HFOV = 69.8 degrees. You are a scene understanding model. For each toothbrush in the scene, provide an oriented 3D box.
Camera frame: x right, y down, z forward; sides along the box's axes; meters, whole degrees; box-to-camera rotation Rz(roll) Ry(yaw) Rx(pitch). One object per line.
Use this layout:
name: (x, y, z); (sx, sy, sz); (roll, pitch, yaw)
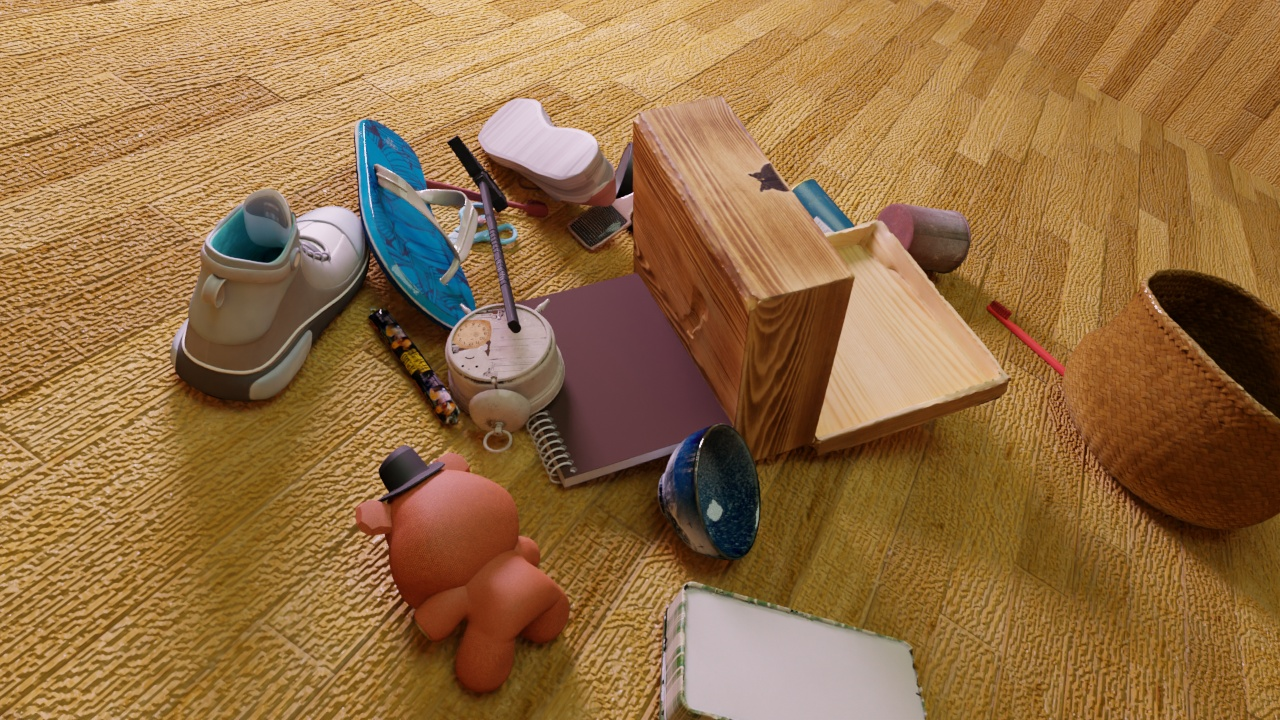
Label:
toothbrush: (0.557, -0.010, 1.253); (0.012, 0.018, 0.212); (-15, 54, -40)
toothbrush: (-0.196, -0.189, 1.035); (0.189, 0.016, 0.016); (9, 37, -20)

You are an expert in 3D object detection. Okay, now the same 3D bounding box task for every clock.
clock: (-0.120, 0.011, 0.790); (0.103, 0.061, 0.156); (-3, 50, 0)

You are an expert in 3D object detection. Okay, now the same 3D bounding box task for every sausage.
sausage: (-0.200, 0.002, 0.811); (0.020, 0.020, 0.155); (-16, 55, -41)

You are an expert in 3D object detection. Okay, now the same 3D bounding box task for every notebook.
notebook: (-0.038, 0.010, 0.856); (0.171, 0.022, 0.209); (-16, 52, -19)

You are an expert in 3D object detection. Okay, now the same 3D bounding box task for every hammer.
hammer: (-0.144, -0.122, 0.881); (0.095, 0.015, 0.324); (54, 8, -36)

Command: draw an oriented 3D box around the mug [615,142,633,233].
mug: (0.013, -0.202, 1.129); (0.088, 0.078, 0.113); (16, 66, -13)

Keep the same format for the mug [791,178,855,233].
mug: (0.244, -0.174, 1.222); (0.078, 0.078, 0.121); (-21, 62, -43)

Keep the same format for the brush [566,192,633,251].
brush: (-0.021, -0.181, 1.070); (0.135, 0.015, 0.050); (-37, 67, -15)

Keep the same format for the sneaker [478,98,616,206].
sneaker: (-0.107, -0.237, 1.094); (0.099, 0.089, 0.236); (-43, 45, -7)

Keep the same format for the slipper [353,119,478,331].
slipper: (-0.220, -0.152, 0.904); (0.118, 0.060, 0.294); (22, 34, -46)

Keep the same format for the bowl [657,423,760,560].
bowl: (0.051, 0.113, 0.782); (0.114, 0.061, 0.114); (24, 61, -54)

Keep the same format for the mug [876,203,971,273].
mug: (0.385, -0.179, 1.298); (0.110, 0.096, 0.123); (8, 22, -28)

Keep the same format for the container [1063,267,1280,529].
container: (0.676, 0.051, 1.102); (0.306, 0.197, 0.306); (16, 41, -14)

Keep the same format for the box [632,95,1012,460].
box: (0.188, -0.085, 0.930); (0.336, 0.287, 0.279); (-15, 51, -15)

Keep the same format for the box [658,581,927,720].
box: (0.116, 0.246, 0.690); (0.205, 0.051, 0.117); (17, 36, -12)

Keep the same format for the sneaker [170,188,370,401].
sneaker: (-0.289, -0.094, 0.759); (0.093, 0.161, 0.255); (22, 40, -5)

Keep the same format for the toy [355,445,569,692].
toy: (-0.124, 0.136, 0.645); (0.111, 0.096, 0.176); (-29, 92, -46)

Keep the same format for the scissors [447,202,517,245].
scissors: (-0.184, -0.126, 0.978); (0.076, 0.015, 0.141); (34, 45, 7)
